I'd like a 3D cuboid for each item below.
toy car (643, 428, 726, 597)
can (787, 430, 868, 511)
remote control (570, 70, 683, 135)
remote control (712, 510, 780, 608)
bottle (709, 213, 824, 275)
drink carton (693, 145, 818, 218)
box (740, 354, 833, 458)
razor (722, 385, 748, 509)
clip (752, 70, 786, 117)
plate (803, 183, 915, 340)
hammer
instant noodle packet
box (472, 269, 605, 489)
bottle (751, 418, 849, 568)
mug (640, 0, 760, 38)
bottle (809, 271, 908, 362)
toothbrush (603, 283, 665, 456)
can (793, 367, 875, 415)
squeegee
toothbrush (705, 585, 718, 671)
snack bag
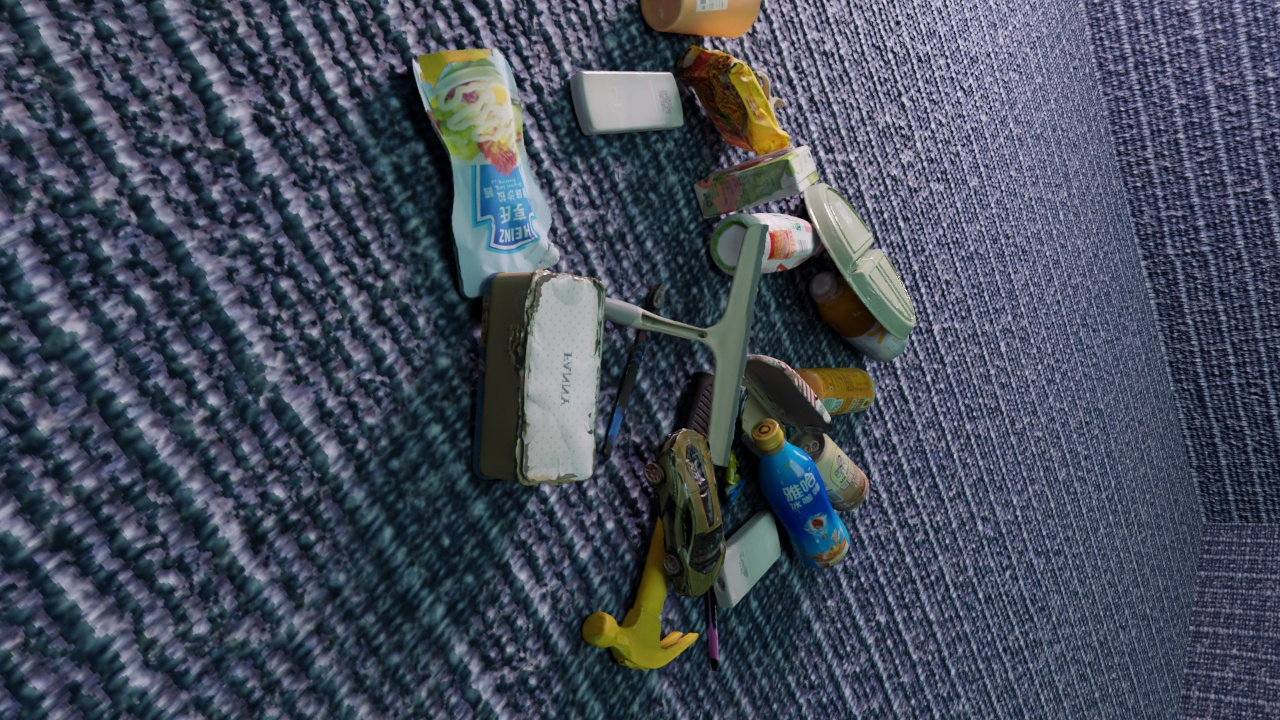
[{"bbox_3d":[0.047,0.142,0.849,0.070,0.042,0.158,-18,101,-48],"label":"toy car"},{"bbox_3d":[0.222,0.131,1.094,0.116,0.059,0.058,42,54,-38],"label":"can"},{"bbox_3d":[-0.011,-0.254,0.902,0.149,0.021,0.058,-20,99,-49],"label":"remote control"},{"bbox_3d":[0.112,0.207,0.970,0.134,0.019,0.056,-26,105,-56],"label":"remote control"},{"bbox_3d":[0.155,-0.136,1.051,0.196,0.068,0.068,-14,96,-54],"label":"bottle"},{"bbox_3d":[0.121,-0.190,0.972,0.053,0.123,0.045,-38,112,-45],"label":"drink carton"},{"bbox_3d":[0.144,0.062,1.000,0.162,0.076,0.086,44,65,-45],"label":"box"},{"bbox_3d":[0.097,0.086,0.950,0.042,0.022,0.143,-47,145,-50],"label":"razor"},{"bbox_3d":[0.144,-0.305,1.090,0.100,0.035,0.072,26,64,-54],"label":"clip"},{"bbox_3d":[0.278,-0.128,1.148,0.230,0.028,0.229,43,27,-29],"label":"plate"},{"bbox_3d":[0.031,0.147,0.885,0.128,0.033,0.300,40,56,-40],"label":"hammer"},{"bbox_3d":[0.099,-0.274,0.984,0.044,0.111,0.128,-45,129,-2],"label":"instant noodle packet"},{"bbox_3d":[-0.080,0.020,0.735,0.089,0.063,0.184,7,89,-49],"label":"box"},{"bbox_3d":[0.170,0.144,1.003,0.219,0.065,0.065,60,44,-37],"label":"bottle"},{"bbox_3d":[0.061,-0.380,0.969,0.122,0.078,0.078,-23,102,-45],"label":"mug"},{"bbox_3d":[0.280,-0.058,1.183,0.189,0.068,0.068,30,62,-44],"label":"bottle"},{"bbox_3d":[-0.005,0.005,0.876,0.014,0.016,0.189,35,59,-34],"label":"toothbrush"},{"bbox_3d":[0.230,0.038,1.118,0.145,0.058,0.058,0,84,-50],"label":"can"},{"bbox_3d":[-0.001,-0.039,0.857,0.246,0.039,0.246,13,84,-34],"label":"squeegee"},{"bbox_3d":[0.072,0.220,0.938,0.017,0.014,0.189,5,81,-59],"label":"toothbrush"},{"bbox_3d":[-0.123,-0.152,0.744,0.110,0.039,0.191,-28,107,-55],"label":"snack bag"}]
